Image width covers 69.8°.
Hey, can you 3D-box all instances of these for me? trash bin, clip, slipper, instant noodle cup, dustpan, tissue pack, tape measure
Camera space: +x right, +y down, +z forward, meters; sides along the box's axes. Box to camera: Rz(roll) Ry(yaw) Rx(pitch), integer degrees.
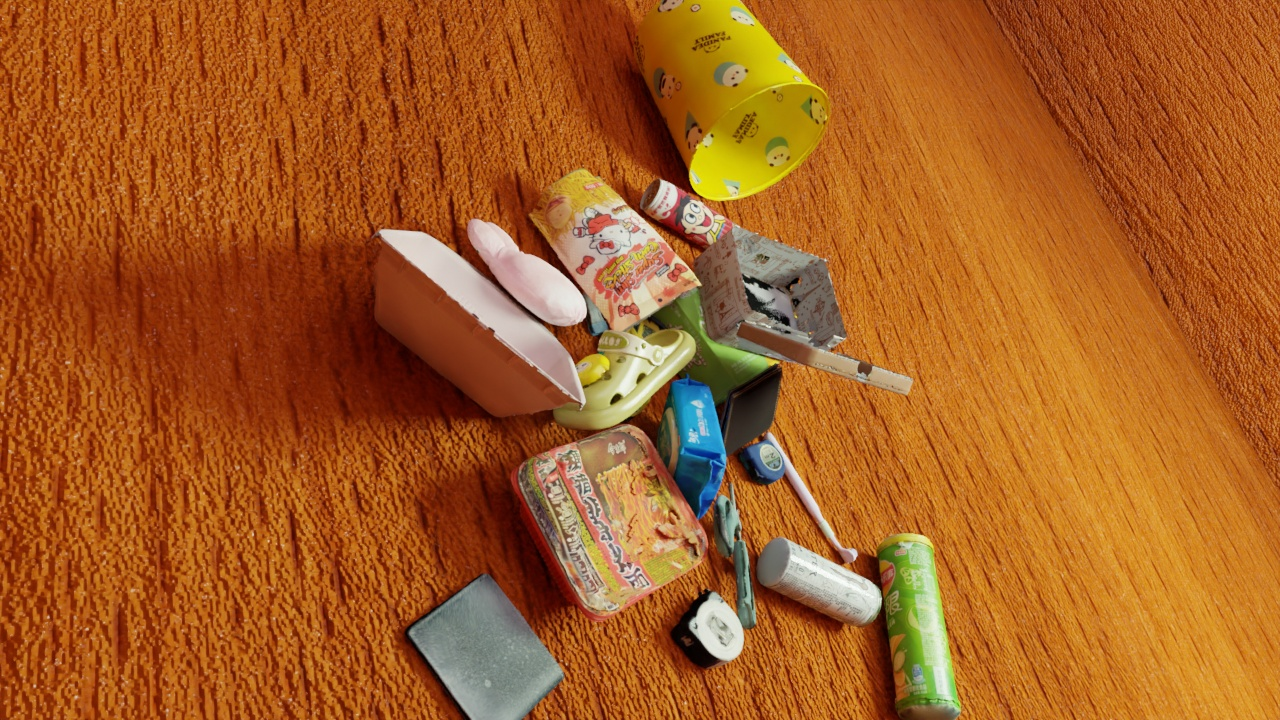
[{"bbox_3d":[0.122,-0.413,1.383,0.229,0.230,0.255,-2,56,-43],"label":"trash bin"},{"bbox_3d":[-0.057,-0.057,1.091,0.024,0.030,0.057,-13,74,-41],"label":"clip"},{"bbox_3d":[-0.022,0.003,0.976,0.190,0.092,0.081,-35,113,-34],"label":"slipper"},{"bbox_3d":[-0.036,0.158,0.896,0.188,0.079,0.164,-16,71,-46],"label":"instant noodle cup"},{"bbox_3d":[-0.143,-0.057,0.875,0.222,0.274,0.138,42,65,-12],"label":"dustpan"},{"bbox_3d":[0.051,0.095,0.991,0.052,0.095,0.157,5,37,-11],"label":"tissue pack"},{"bbox_3d":[0.150,0.126,1.129,0.058,0.025,0.054,-15,72,-43],"label":"tape measure"},{"bbox_3d":[0.072,0.277,0.935,0.066,0.034,0.065,48,42,-1],"label":"tape measure"}]

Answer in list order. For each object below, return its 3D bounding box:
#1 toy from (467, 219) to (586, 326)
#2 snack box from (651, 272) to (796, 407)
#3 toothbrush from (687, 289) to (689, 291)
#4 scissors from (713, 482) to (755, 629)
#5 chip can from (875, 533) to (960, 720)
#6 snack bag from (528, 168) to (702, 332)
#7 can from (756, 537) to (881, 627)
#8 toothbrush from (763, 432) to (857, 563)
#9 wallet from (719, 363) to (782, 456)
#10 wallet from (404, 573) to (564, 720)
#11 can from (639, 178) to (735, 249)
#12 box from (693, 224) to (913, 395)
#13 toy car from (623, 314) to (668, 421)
[{"bbox_3d":[-0.126,-0.096,1.016,0.159,0.054,0.121,43,8,4],"label":"toy"},{"bbox_3d":[0.114,-0.044,1.194,0.157,0.070,0.209,55,40,6],"label":"snack box"},{"bbox_3d":[0.000,-0.136,1.147,0.017,0.012,0.186,-22,47,-31],"label":"toothbrush"},{"bbox_3d":[0.098,0.189,0.978,0.179,0.019,0.172,63,20,-50],"label":"scissors"},{"bbox_3d":[0.331,0.322,1.102,0.072,0.073,0.220,27,45,-24],"label":"chip can"},{"bbox_3d":[-0.034,-0.132,1.094,0.128,0.073,0.208,-31,65,-19],"label":"snack bag"},{"bbox_3d":[0.204,0.255,1.051,0.146,0.058,0.058,29,44,-22],"label":"can"},{"bbox_3d":[0.211,0.170,1.153,0.021,0.029,0.189,-31,79,-12],"label":"toothbrush"},{"bbox_3d":[0.132,0.063,1.118,0.020,0.096,0.122,23,29,30],"label":"wallet"},{"bbox_3d":[-0.132,0.253,0.785,0.121,0.019,0.097,52,41,6],"label":"wallet"},{"bbox_3d":[0.067,-0.202,1.287,0.132,0.053,0.053,27,45,-24],"label":"can"},{"bbox_3d":[0.183,-0.041,1.100,0.178,0.124,0.273,14,30,-34],"label":"box"},{"bbox_3d":[-0.006,0.006,1.070,0.071,0.041,0.155,38,43,-11],"label":"toy car"}]
